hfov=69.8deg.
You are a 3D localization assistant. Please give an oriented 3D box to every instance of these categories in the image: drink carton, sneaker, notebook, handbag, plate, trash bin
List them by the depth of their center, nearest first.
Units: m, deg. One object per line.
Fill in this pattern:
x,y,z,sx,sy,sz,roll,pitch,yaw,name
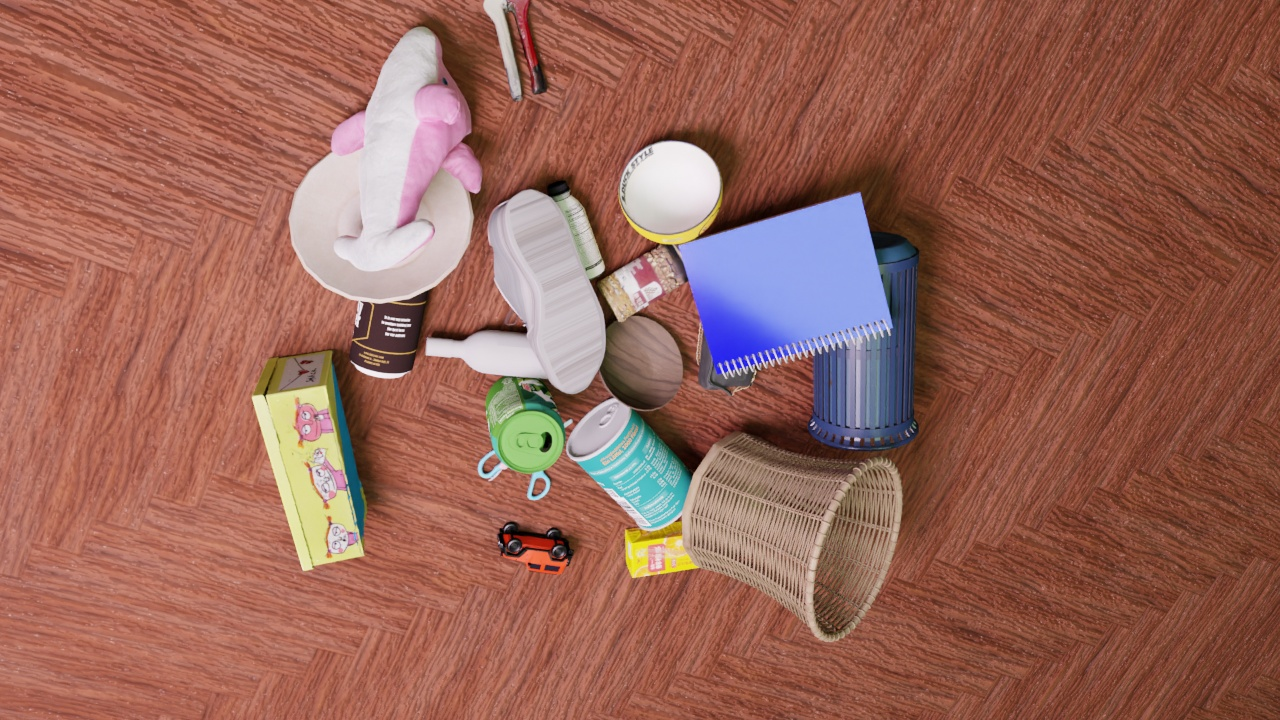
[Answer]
-0.274,-0.147,0.978,0.188,0.027,0.188,1,74,-5,plate
-0.115,-0.077,1.053,0.099,0.090,0.236,-23,107,-28,sneaker
0.169,-0.082,1.059,0.209,0.022,0.172,-15,106,10,notebook
0.280,-0.028,1.150,0.139,0.139,0.250,-9,111,-11,trash bin
0.116,-0.015,1.158,0.079,0.054,0.129,0,108,-19,handbag
0.048,0.254,1.250,0.134,0.043,0.059,-6,113,-12,drink carton

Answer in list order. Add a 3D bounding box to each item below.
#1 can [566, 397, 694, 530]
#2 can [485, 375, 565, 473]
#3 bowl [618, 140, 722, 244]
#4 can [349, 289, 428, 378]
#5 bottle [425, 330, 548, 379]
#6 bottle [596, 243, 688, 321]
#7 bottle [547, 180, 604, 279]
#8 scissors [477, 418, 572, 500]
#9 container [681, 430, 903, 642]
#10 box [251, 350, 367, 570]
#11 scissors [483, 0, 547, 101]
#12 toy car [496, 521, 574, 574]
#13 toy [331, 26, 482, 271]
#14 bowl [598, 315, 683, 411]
-0.009,0.131,1.155,0.099,0.099,0.144,-40,115,3,can
-0.136,0.072,1.071,0.083,0.144,0.083,-3,106,-12,can
0.037,-0.184,1.052,0.117,0.068,0.117,-2,74,8,bowl
-0.281,-0.050,1.029,0.072,0.072,0.129,10,108,-18,can
-0.154,-0.008,1.089,0.195,0.052,0.052,5,109,-17,bottle
0.006,-0.096,1.095,0.105,0.056,0.056,-31,115,-1,bottle
-0.078,-0.151,1.060,0.041,0.041,0.116,-22,115,-6,bottle
-0.132,0.126,1.170,0.139,0.015,0.118,-32,114,2,scissors
0.185,0.204,1.143,0.226,0.196,0.227,-21,119,-46,container
-0.370,0.112,1.044,0.079,0.124,0.221,-8,114,-12,box
-0.136,-0.377,0.971,0.140,0.015,0.189,15,106,-18,scissors
-0.138,0.247,1.193,0.100,0.051,0.049,11,105,-19,toy car
-0.223,-0.208,0.940,0.127,0.187,0.265,26,67,-47,toy
-0.007,0.007,1.126,0.119,0.032,0.119,9,72,-28,bowl
